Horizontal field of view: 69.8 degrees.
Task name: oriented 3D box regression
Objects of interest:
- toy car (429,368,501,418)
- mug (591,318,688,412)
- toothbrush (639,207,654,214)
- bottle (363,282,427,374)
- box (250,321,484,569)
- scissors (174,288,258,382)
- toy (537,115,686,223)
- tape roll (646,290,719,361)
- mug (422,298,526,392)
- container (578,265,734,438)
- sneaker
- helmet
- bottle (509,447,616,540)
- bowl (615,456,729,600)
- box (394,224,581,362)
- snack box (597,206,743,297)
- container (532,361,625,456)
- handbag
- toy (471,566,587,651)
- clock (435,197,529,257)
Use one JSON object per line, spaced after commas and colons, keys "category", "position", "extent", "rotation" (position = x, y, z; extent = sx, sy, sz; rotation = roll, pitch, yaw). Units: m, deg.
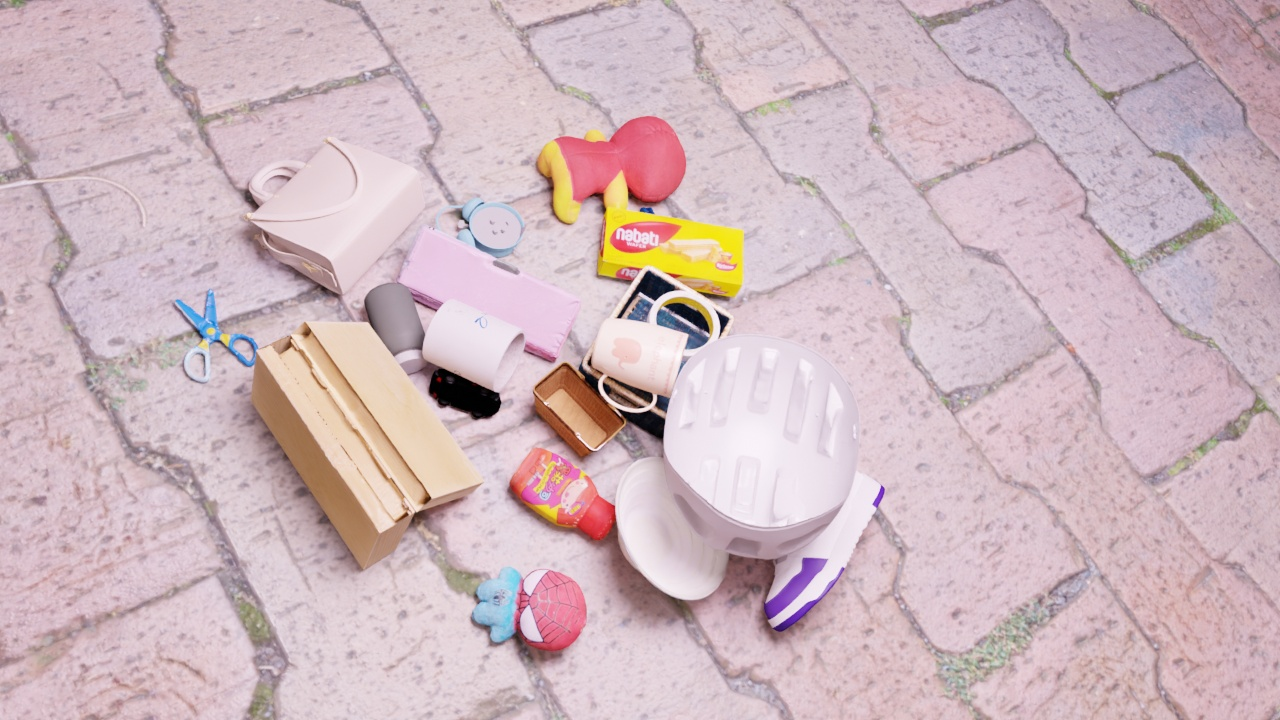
{"category": "toy car", "position": [-0.217, 0.039, 1.144], "extent": [0.091, 0.042, 0.036], "rotation": [20, 37, -6]}
{"category": "mug", "position": [-0.007, 0.007, 1.116], "extent": [0.104, 0.085, 0.111], "rotation": [18, 91, 4]}
{"category": "toothbrush", "position": [0.044, -0.141, 1.312], "extent": [0.017, 0.016, 0.190], "rotation": [-15, 70, -28]}
{"category": "bottle", "position": [-0.303, -0.040, 1.146], "extent": [0.060, 0.060, 0.108], "rotation": [-15, 70, -21]}
{"category": "box", "position": [-0.318, 0.081, 1.035], "extent": [0.179, 0.142, 0.248], "rotation": [-35, 80, -17]}
{"category": "scissors", "position": [-0.528, -0.028, 1.110], "extent": [0.131, 0.018, 0.108], "rotation": [42, 59, 6]}
{"category": "toy", "position": [-0.032, -0.280, 1.316], "extent": [0.216, 0.099, 0.147], "rotation": [-16, 78, -16]}
{"category": "tape roll", "position": [0.055, -0.045, 1.183], "extent": [0.094, 0.019, 0.094], "rotation": [6, 65, -12]}
{"category": "mug", "position": [-0.199, -0.020, 1.139], "extent": [0.096, 0.119, 0.083], "rotation": [24, 98, 8]}
{"category": "container", "position": [0.018, -0.012, 1.211], "extent": [0.145, 0.071, 0.187], "rotation": [31, 62, 1]}
{"category": "sneaker", "position": [0.205, 0.215, 1.147], "extent": [0.111, 0.092, 0.243], "rotation": [37, 58, 6]}
{"category": "helmet", "position": [0.137, 0.094, 1.082], "extent": [0.224, 0.184, 0.281], "rotation": [9, 66, -4]}
{"category": "bottle", "position": [-0.090, 0.165, 1.112], "extent": [0.134, 0.049, 0.071], "rotation": [34, 60, 2]}
{"category": "bowl", "position": [0.023, 0.207, 1.099], "extent": [0.176, 0.058, 0.176], "rotation": [26, 47, -31]}
{"category": "box", "position": [-0.194, -0.091, 1.188], "extent": [0.232, 0.080, 0.099], "rotation": [26, 61, -2]}
{"category": "snack box", "position": [0.044, -0.151, 1.281], "extent": [0.200, 0.042, 0.092], "rotation": [9, 64, -8]}
{"category": "container", "position": [-0.081, 0.067, 1.153], "extent": [0.114, 0.061, 0.063], "rotation": [45, 62, 8]}
{"category": "handbag", "position": [-0.413, -0.206, 1.186], "extent": [0.198, 0.101, 0.194], "rotation": [27, 61, 12]}
{"category": "toy", "position": [-0.125, 0.280, 1.044], "extent": [0.133, 0.062, 0.092], "rotation": [7, 56, 1]}
{"category": "clock", "position": [-0.216, -0.181, 1.247], "extent": [0.123, 0.042, 0.087], "rotation": [11, 63, -11]}
